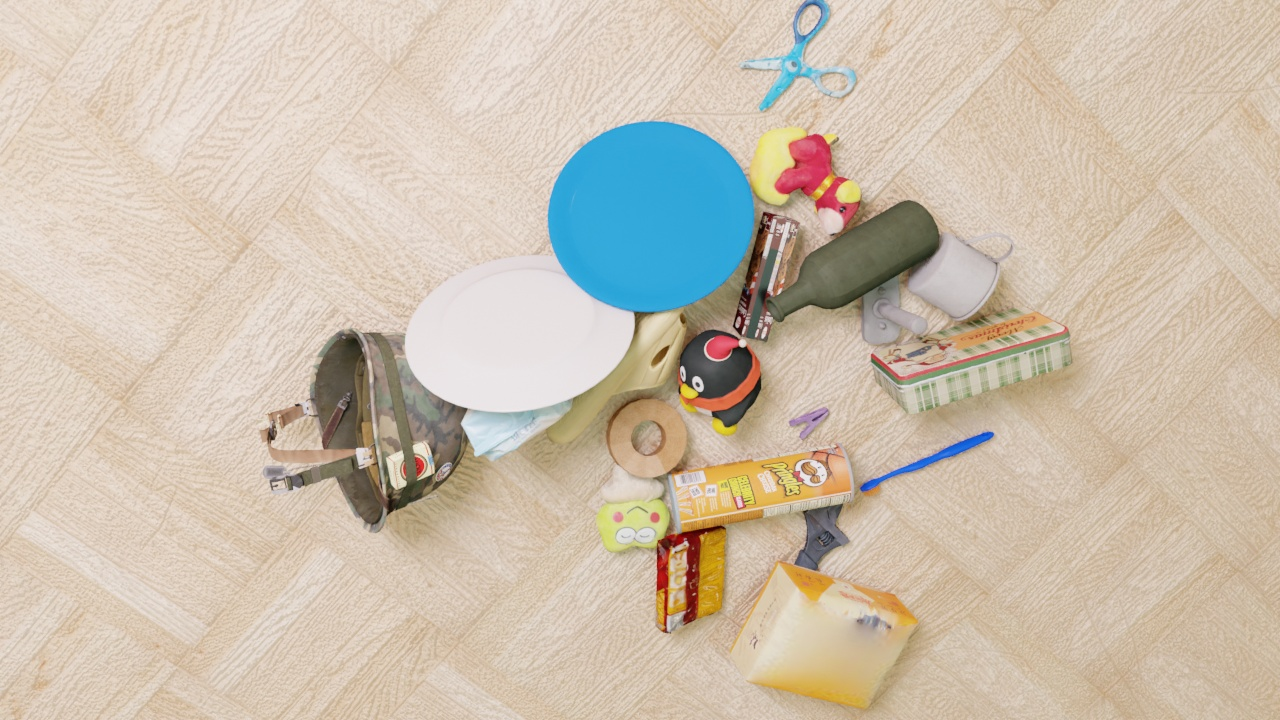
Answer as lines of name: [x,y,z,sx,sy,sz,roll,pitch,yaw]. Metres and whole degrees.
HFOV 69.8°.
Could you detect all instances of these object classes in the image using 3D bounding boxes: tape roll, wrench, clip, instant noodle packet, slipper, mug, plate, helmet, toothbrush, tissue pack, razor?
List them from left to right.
helmet: [-0.299,0.078,0.991,0.235,0.193,0.224,6,100,-40]
plate: [-0.127,-0.040,0.966,0.242,0.242,0.016,-7,135,-3]
tissue pack: [-0.126,0.039,1.009,0.112,0.181,0.070,-33,106,11]
slipper: [-0.006,0.006,1.049,0.079,0.111,0.262,39,102,-13]
tape roll: [0.007,0.093,1.102,0.094,0.027,0.094,0,89,-11]
plate: [0.011,-0.157,1.005,0.224,0.024,0.224,-1,75,3]
instant noodle packet: [0.062,0.274,1.152,0.098,0.040,0.135,-10,109,-33]
wrench: [0.202,0.288,1.192,0.073,0.022,0.273,23,102,-13]
clip: [0.206,0.074,1.137,0.046,0.014,0.050,24,105,-8]
razor: [0.295,-0.052,1.055,0.047,0.116,0.088,-8,106,-8]
toothbrush: [0.365,0.131,1.165,0.182,0.016,0.018,-23,112,2]
mug: [0.370,-0.108,1.059,0.070,0.084,0.113,29,119,-10]

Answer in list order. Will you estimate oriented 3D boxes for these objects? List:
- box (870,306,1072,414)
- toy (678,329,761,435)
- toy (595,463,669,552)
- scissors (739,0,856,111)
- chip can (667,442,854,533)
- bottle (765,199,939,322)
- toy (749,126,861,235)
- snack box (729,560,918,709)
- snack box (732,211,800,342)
box: [0.384,-0.004,1.079,0.205,0.117,0.050,-16,111,1]
toy: [0.088,0.012,1.056,0.099,0.097,0.119,-44,139,-12]
toy: [-0.010,0.180,1.131,0.092,0.046,0.115,-3,98,-7]
scissors: [0.176,-0.340,1.019,0.134,0.012,0.134,0,106,-3]
chip can: [0.145,0.156,1.122,0.215,0.075,0.075,-10,106,-2]
bottle: [0.235,-0.105,1.036,0.206,0.071,0.071,-30,107,-10]
toy: [0.190,-0.210,1.035,0.137,0.067,0.105,35,98,-1]
snack box: [0.237,0.355,1.167,0.195,0.080,0.145,20,103,-21]
snack box: [0.144,-0.097,1.062,0.031,0.051,0.141,12,104,-8]
